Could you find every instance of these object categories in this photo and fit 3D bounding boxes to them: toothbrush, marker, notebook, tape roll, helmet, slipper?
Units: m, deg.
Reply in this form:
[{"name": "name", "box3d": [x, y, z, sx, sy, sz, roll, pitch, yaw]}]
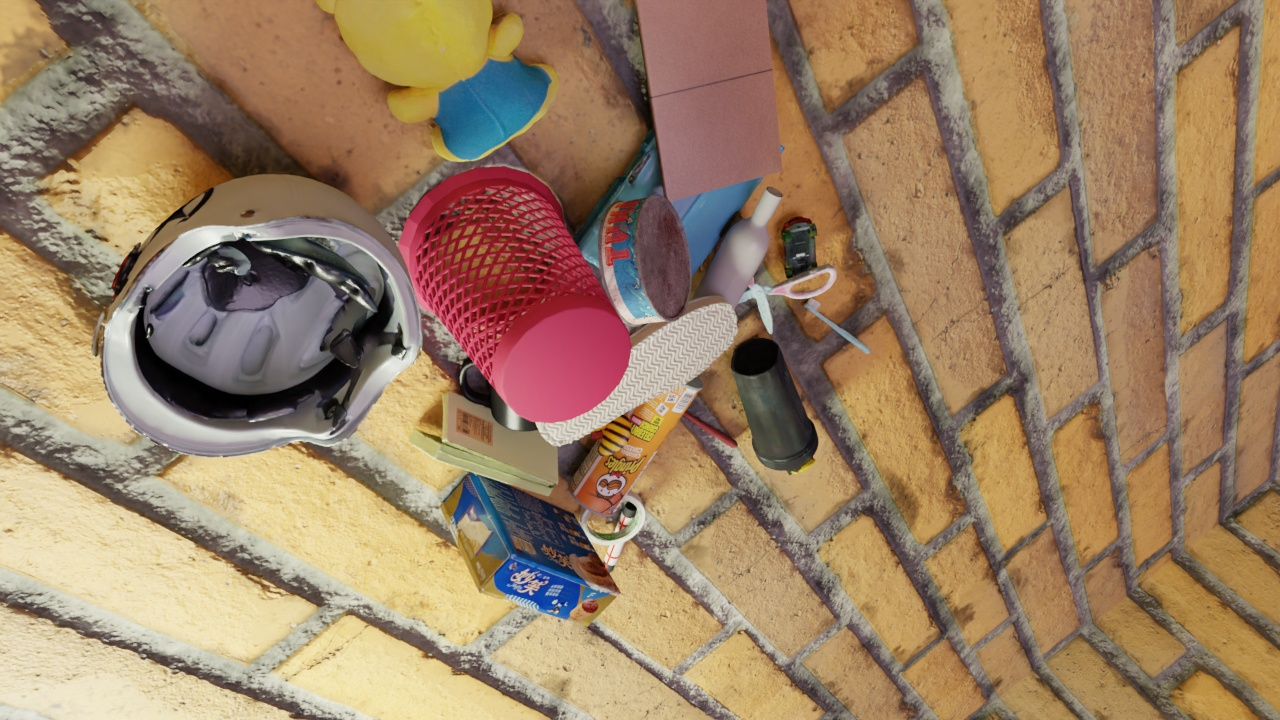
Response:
[{"name": "toothbrush", "box3d": [0.079, 0.090, 1.284, 0.016, 0.016, 0.189, -45, 136, 13]}, {"name": "marker", "box3d": [-0.035, 0.270, 1.355, 0.019, 0.019, 0.146, -1, 125, -32]}, {"name": "notebook", "box3d": [0.073, -0.281, 0.938, 0.141, 0.008, 0.209, -18, 115, -18]}, {"name": "toothbrush", "box3d": [0.284, -0.046, 1.305, 0.180, 0.016, 0.016, 31, 96, -43]}, {"name": "tape roll", "box3d": [-0.040, 0.220, 1.296, 0.093, 0.018, 0.094, -6, 123, -10]}, {"name": "helmet", "box3d": [-0.333, -0.048, 0.806, 0.264, 0.163, 0.236, -41, 132, 12]}, {"name": "slipper", "box3d": [-0.006, 0.006, 1.066, 0.272, 0.054, 0.115, -30, 140, -17]}]

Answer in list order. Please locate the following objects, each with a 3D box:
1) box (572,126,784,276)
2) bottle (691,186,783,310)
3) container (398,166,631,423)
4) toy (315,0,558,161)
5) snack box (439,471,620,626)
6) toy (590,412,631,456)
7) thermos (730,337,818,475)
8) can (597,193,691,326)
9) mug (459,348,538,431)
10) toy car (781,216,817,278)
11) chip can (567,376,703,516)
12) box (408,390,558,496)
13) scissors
[{"name": "box", "box3d": [0.051, -0.178, 1.018, 0.176, 0.047, 0.232, 25, 107, -39]}, {"name": "bottle", "box3d": [0.115, -0.119, 1.090, 0.052, 0.052, 0.196, 0, 133, -33]}, {"name": "container", "box3d": [-0.114, -0.057, 0.891, 0.183, 0.225, 0.183, -17, 132, -20]}, {"name": "toy", "box3d": [-0.164, -0.269, 0.791, 0.149, 0.084, 0.214, -38, 139, -3]}, {"name": "snack box", "box3d": [-0.139, 0.241, 1.168, 0.069, 0.155, 0.202, -48, 136, 8]}, {"name": "toy", "box3d": [-0.055, 0.069, 1.143, 0.084, 0.103, 0.046, -44, 177, 1]}, {"name": "thermos", "box3d": [0.188, 0.070, 1.284, 0.098, 0.098, 0.221, -31, 132, -7]}, {"name": "can", "box3d": [0.007, -0.102, 0.937, 0.044, 0.129, 0.130, -5, 143, 26]}, {"name": "mug", "box3d": [-0.150, 0.023, 1.050, 0.113, 0.078, 0.088, 4, 126, -3]}, {"name": "toy car", "box3d": [0.200, -0.140, 1.155, 0.042, 0.036, 0.091, -12, 135, 1]}, {"name": "chip can", "box3d": [-0.008, 0.098, 1.192, 0.075, 0.075, 0.215, 18, 114, -41]}, {"name": "box", "box3d": [-0.178, 0.112, 1.099, 0.091, 0.077, 0.188, -49, 136, 10]}, {"name": "scissors", "box3d": [0.158, -0.101, 1.151, 0.172, 0.013, 0.171, -19, 127, 7]}]
